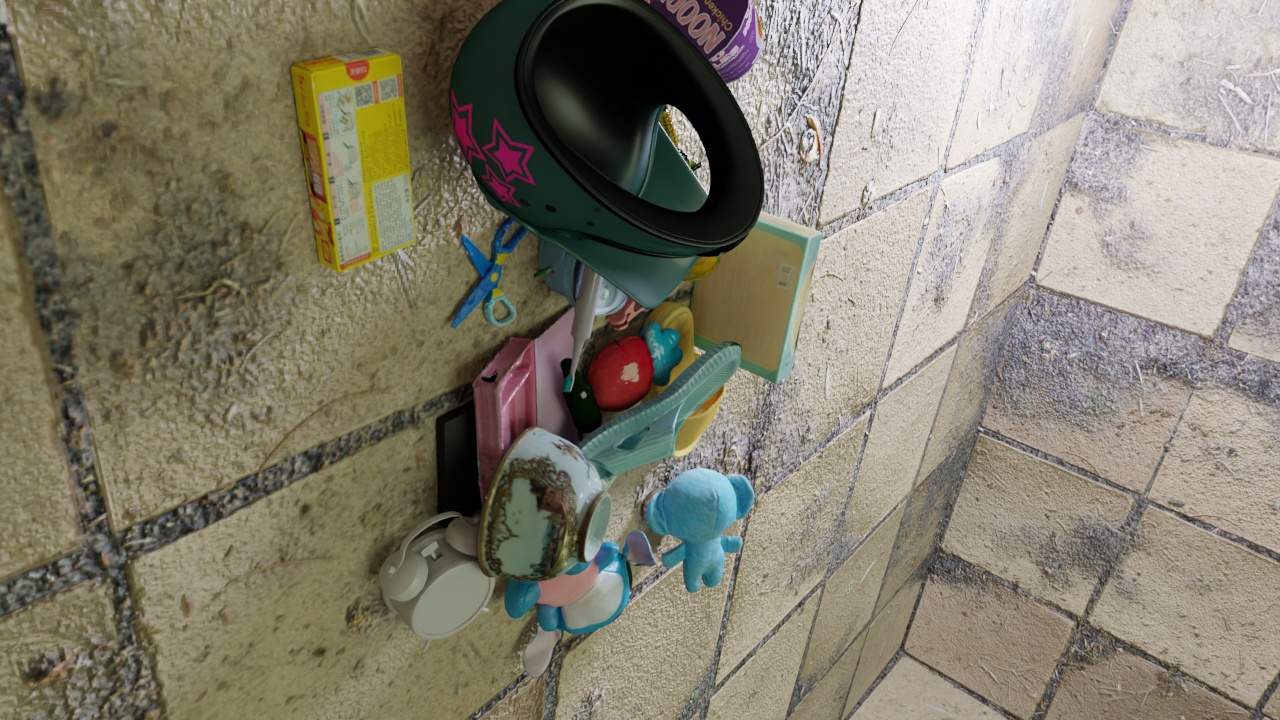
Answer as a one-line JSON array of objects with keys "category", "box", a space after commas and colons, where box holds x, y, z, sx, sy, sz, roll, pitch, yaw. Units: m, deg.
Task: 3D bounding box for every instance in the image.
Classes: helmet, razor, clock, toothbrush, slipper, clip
[{"category": "helmet", "box": [-0.028, -0.165, 0.735, 0.275, 0.200, 0.176, 42, 76, -18]}, {"category": "razor", "box": [0.030, -0.241, 0.970, 0.044, 0.021, 0.144, -38, 146, -7]}, {"category": "clock", "box": [-0.038, -0.104, 0.932, 0.162, 0.060, 0.118, 24, 92, -60]}, {"category": "clock", "box": [-0.202, 0.210, 0.916, 0.119, 0.061, 0.159, -27, 136, -31]}, {"category": "toothbrush", "box": [-0.051, -0.054, 0.876, 0.019, 0.018, 0.188, -9, 121, -45]}, {"category": "slipper", "box": [0.059, 0.040, 1.173, 0.099, 0.078, 0.264, -43, 142, -29]}, {"category": "clip", "box": [-0.013, -0.056, 1.049, 0.059, 0.023, 0.045, -64, 149, -10]}, {"category": "slipper", "box": [0.023, 0.078, 1.060, 0.275, 0.069, 0.116, -37, 164, -13]}]

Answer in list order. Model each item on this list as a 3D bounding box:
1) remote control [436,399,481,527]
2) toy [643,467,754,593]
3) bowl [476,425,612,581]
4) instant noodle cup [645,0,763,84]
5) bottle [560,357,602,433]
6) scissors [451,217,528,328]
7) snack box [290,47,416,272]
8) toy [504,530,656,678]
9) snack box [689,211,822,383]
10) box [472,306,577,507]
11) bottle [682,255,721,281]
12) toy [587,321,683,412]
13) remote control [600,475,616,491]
[{"category": "remote control", "box": [-0.178, 0.104, 0.922, 0.058, 0.013, 0.134, -28, 134, -45]}, {"category": "toy", "box": [0.083, 0.243, 1.338, 0.183, 0.115, 0.181, -7, 102, -30]}, {"category": "bowl", "box": [-0.084, 0.153, 0.918, 0.159, 0.094, 0.160, 15, 89, -74]}, {"category": "instant noodle cup", "box": [0.068, -0.327, 0.878, 0.137, 0.122, 0.121, -42, 164, 17]}, {"category": "bottle", "box": [-0.067, 0.036, 0.985, 0.033, 0.033, 0.123, -50, 153, -21]}, {"category": "scissors", "box": [-0.137, -0.079, 0.850, 0.125, 0.013, 0.126, -54, 146, -17]}, {"category": "snack box", "box": [-0.208, -0.146, 0.676, 0.075, 0.025, 0.152, -32, 138, -42]}, {"category": "toy", "box": [-0.088, 0.284, 1.122, 0.224, 0.099, 0.191, -44, 145, 3]}, {"category": "snack box", "box": [0.133, -0.085, 1.125, 0.044, 0.141, 0.194, -27, 134, -46]}, {"category": "box", "box": [-0.118, 0.074, 0.972, 0.178, 0.040, 0.233, -51, 150, -52]}, {"category": "bottle", "box": [0.031, -0.167, 0.981, 0.068, 0.068, 0.210, -55, 148, -14]}, {"category": "toy", "box": [-0.006, 0.006, 1.054, 0.132, 0.062, 0.092, -31, 140, -27]}, {"category": "remote control", "box": [-0.064, 0.159, 1.129, 0.133, 0.022, 0.050, -56, 148, -13]}]
